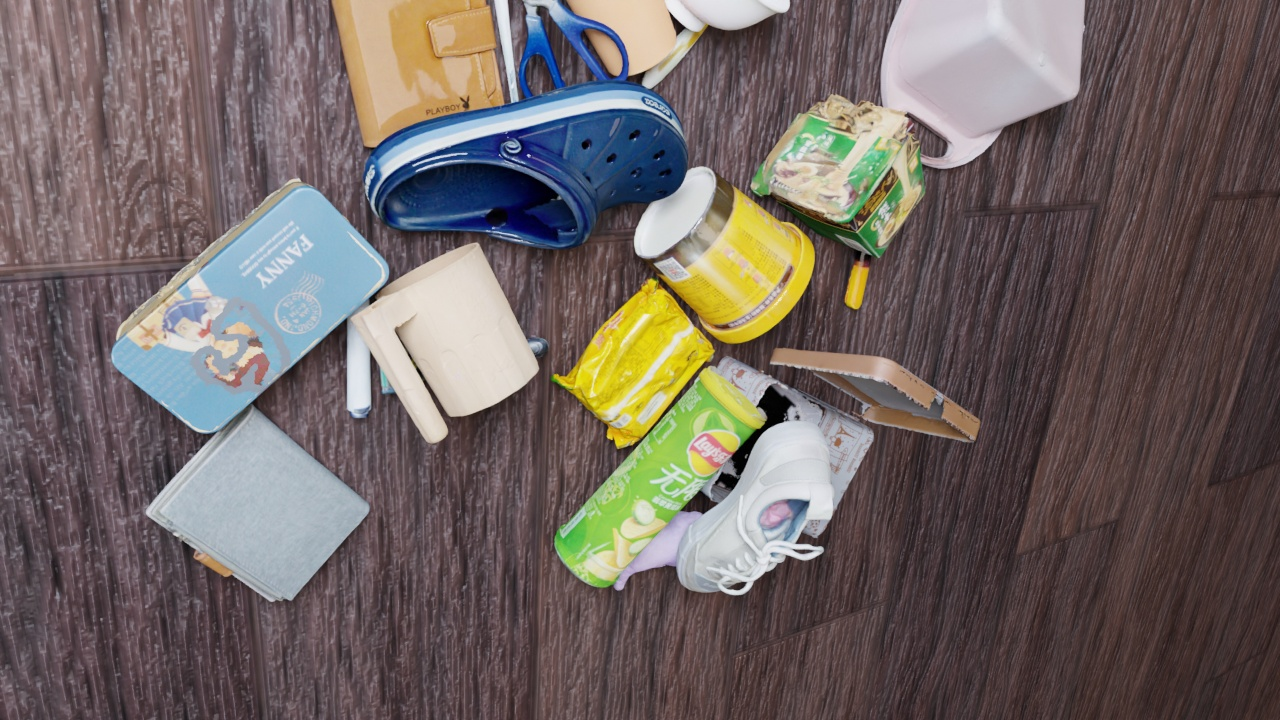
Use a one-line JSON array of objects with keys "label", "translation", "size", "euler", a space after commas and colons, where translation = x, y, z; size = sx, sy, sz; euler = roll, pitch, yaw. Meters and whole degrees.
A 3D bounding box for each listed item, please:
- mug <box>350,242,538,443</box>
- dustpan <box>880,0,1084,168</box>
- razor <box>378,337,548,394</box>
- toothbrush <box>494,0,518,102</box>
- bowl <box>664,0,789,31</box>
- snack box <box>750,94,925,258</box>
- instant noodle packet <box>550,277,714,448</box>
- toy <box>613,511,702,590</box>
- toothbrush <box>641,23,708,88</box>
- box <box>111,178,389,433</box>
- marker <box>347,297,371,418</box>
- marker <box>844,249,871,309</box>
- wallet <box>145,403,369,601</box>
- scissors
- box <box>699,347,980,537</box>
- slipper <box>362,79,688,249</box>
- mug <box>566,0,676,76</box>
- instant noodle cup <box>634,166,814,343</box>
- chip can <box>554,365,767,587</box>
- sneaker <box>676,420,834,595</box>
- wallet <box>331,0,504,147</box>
[{"label": "mug", "translation": [-0.140, -0.013, 0.662], "size": [0.103, 0.084, 0.124], "euler": [63, 33, -18]}, {"label": "dustpan", "translation": [0.330, -0.341, 0.908], "size": [0.222, 0.139, 0.273], "euler": [21, 69, -36]}, {"label": "razor", "translation": [-0.140, -0.004, 0.735], "size": [0.142, 0.022, 0.042], "euler": [-9, 97, -29]}, {"label": "toothbrush", "translation": [-0.096, -0.243, 0.668], "size": [0.016, 0.016, 0.180], "euler": [-24, 122, -32]}, {"label": "bowl", "translation": [0.052, -0.293, 0.702], "size": [0.118, 0.118, 0.065], "euler": [23, 133, -37]}, {"label": "snack box", "translation": [0.192, -0.158, 0.837], "size": [0.117, 0.118, 0.105], "euler": [-54, 138, -3]}, {"label": "instant noodle packet", "translation": [-0.005, 0.005, 0.813], "size": [0.128, 0.044, 0.111], "euler": [-47, 129, -5]}, {"label": "toy", "translation": [0.023, 0.183, 0.908], "size": [0.107, 0.039, 0.084], "euler": [-6, 113, -29]}, {"label": "toothbrush", "translation": [0.066, -0.291, 0.750], "size": [0.191, 0.018, 0.016], "euler": [-49, 125, -6]}, {"label": "box", "translation": [-0.254, -0.042, 0.613], "size": [0.184, 0.059, 0.090], "euler": [-44, 121, -2]}, {"label": "marker", "translation": [-0.209, -0.018, 0.686], "size": [0.022, 0.018, 0.131], "euler": [5, 109, 0]}, {"label": "marker", "translation": [0.227, -0.114, 0.933], "size": [0.018, 0.015, 0.124], "euler": [-1, 108, -34]}, {"label": "wallet", "translation": [-0.282, 0.111, 0.683], "size": [0.106, 0.037, 0.130], "euler": [-51, 129, -18]}, {"label": "scissors", "translation": [-0.078, -0.243, 0.640], "size": [0.171, 0.012, 0.141], "euler": [25, 125, -25]}, {"label": "box", "translation": [0.167, 0.091, 0.874], "size": [0.180, 0.227, 0.156], "euler": [27, 78, -39]}, {"label": "slipper", "translation": [-0.068, -0.132, 0.666], "size": [0.252, 0.095, 0.105], "euler": [-12, 158, -25]}, {"label": "mug", "translation": [-0.023, -0.275, 0.669], "size": [0.078, 0.078, 0.123], "euler": [-41, 131, -12]}, {"label": "instant noodle cup", "translation": [0.066, -0.093, 0.778], "size": [0.114, 0.118, 0.118], "euler": [35, 88, -31]}, {"label": "chip can", "translation": [0.014, 0.108, 0.822], "size": [0.072, 0.072, 0.221], "euler": [33, 104, -38]}, {"label": "sneaker", "translation": [0.105, 0.161, 0.816], "size": [0.089, 0.090, 0.243], "euler": [6, 137, -21]}, {"label": "wallet", "translation": [-0.153, -0.222, 0.632], "size": [0.107, 0.031, 0.132], "euler": [-18, 120, -24]}]
